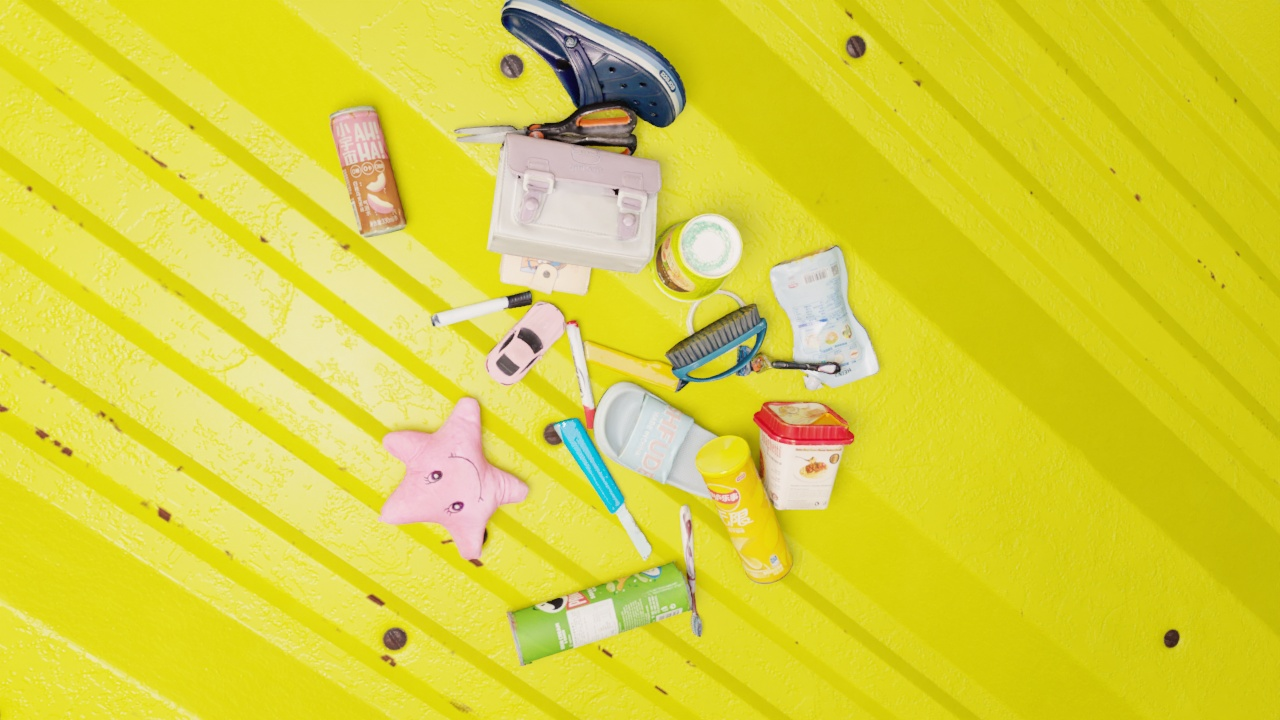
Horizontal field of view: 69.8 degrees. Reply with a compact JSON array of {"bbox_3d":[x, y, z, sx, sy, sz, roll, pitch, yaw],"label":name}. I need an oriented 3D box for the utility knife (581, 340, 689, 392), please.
[{"bbox_3d":[-0.007,0.007,1.215,0.156,0.015,0.033,20,84,-13],"label":"utility knife"}]

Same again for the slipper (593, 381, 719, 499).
[{"bbox_3d":[0.047,0.119,1.208,0.245,0.074,0.104,29,89,-16],"label":"slipper"}]

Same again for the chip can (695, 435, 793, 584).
[{"bbox_3d":[0.138,0.199,1.203,0.072,0.072,0.213,-30,122,-9],"label":"chip can"}]

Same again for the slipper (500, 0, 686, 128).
[{"bbox_3d":[-0.060,-0.357,1.122,0.252,0.105,0.095,29,85,-13],"label":"slipper"}]

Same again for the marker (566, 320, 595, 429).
[{"bbox_3d":[-0.076,0.019,1.193,0.017,0.017,0.145,-14,103,-12],"label":"marker"}]

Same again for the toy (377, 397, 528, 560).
[{"bbox_3d":[-0.240,0.161,1.142,0.178,0.075,0.194,-30,101,-18],"label":"toy"}]

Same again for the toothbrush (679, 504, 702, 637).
[{"bbox_3d":[0.070,0.289,1.257,0.016,0.017,0.187,-7,97,-13],"label":"toothbrush"}]

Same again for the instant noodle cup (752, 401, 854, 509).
[{"bbox_3d":[0.213,0.129,1.235,0.116,0.116,0.124,1,107,-13],"label":"instant noodle cup"}]

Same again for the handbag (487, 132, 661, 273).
[{"bbox_3d":[-0.080,-0.195,1.130,0.197,0.099,0.144,7,74,-15],"label":"handbag"}]

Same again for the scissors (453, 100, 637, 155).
[{"bbox_3d":[-0.115,-0.272,1.151,0.235,0.152,0.021,-14,58,17],"label":"scissors"}]

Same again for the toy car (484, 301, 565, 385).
[{"bbox_3d":[-0.146,-0.022,1.169,0.056,0.037,0.122,43,84,-15],"label":"toy car"}]

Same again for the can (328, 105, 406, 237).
[{"bbox_3d":[-0.325,-0.224,1.097,0.058,0.058,0.147,-15,98,-12],"label":"can"}]

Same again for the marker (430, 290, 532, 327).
[{"bbox_3d":[-0.200,-0.064,1.160,0.130,0.022,0.018,-16,132,-12],"label":"marker"}]

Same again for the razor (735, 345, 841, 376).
[{"bbox_3d":[0.201,0.007,1.242,0.143,0.022,0.043,5,97,3],"label":"razor"}]

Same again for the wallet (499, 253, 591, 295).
[{"bbox_3d":[-0.119,-0.129,1.173,0.115,0.024,0.087,9,88,-15],"label":"wallet"}]

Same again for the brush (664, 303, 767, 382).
[{"bbox_3d":[0.105,-0.015,1.203,0.143,0.055,0.073,-31,101,-9],"label":"brush"}]

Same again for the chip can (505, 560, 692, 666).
[{"bbox_3d":[-0.053,0.331,1.205,0.236,0.072,0.072,-15,98,-11],"label":"chip can"}]

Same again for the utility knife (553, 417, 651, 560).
[{"bbox_3d":[-0.045,0.172,1.219,0.034,0.018,0.225,-32,100,-10],"label":"utility knife"}]

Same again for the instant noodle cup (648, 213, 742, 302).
[{"bbox_3d":[0.074,-0.136,1.158,0.111,0.123,0.111,0,87,-9],"label":"instant noodle cup"}]

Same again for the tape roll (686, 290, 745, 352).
[{"bbox_3d":[0.105,-0.052,1.236,0.085,0.014,0.086,-1,95,-13],"label":"tape roll"}]

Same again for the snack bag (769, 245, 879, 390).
[{"bbox_3d":[0.251,-0.054,1.258,0.110,0.039,0.191,-21,101,-10],"label":"snack bag"}]
